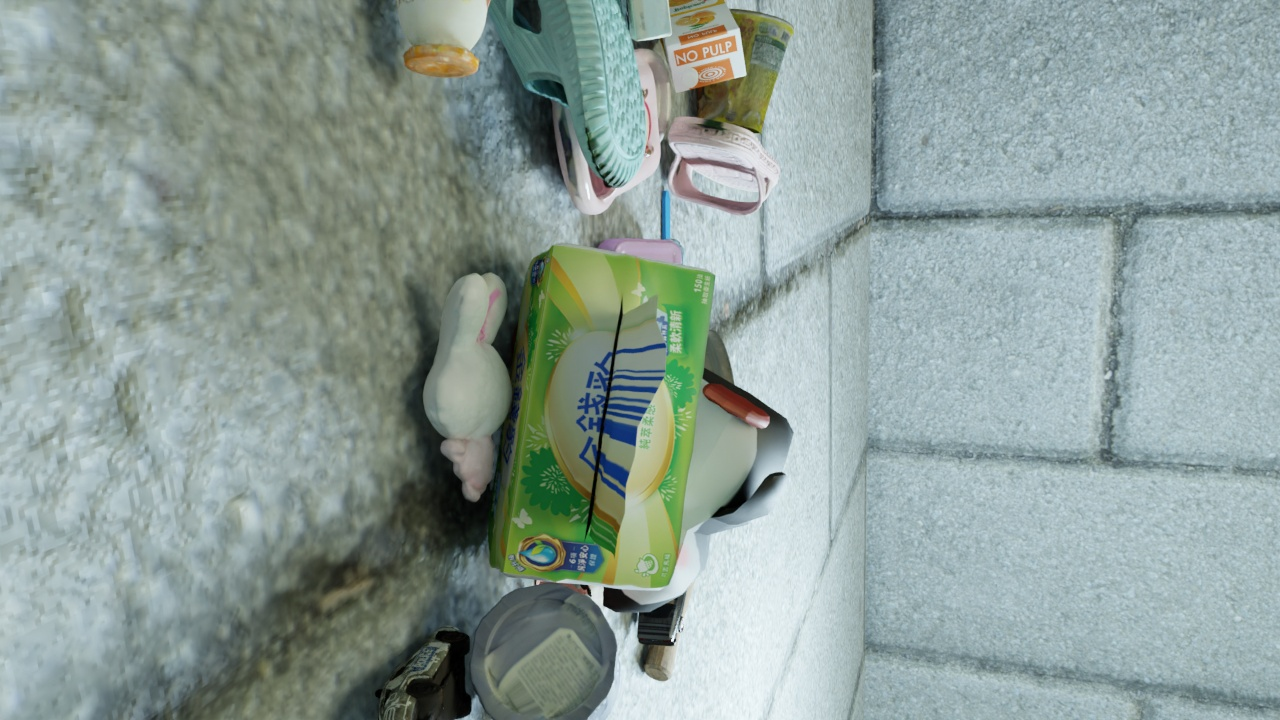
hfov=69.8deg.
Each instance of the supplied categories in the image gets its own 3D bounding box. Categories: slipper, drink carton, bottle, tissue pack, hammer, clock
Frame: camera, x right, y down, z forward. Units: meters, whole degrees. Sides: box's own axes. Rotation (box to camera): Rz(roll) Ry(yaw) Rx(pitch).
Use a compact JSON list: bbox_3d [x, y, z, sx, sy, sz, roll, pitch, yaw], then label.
[{"bbox_3d":[0.073,-0.172,0.855,0.239,0.094,0.064,-7,110,-77],"label":"slipper"},{"bbox_3d":[-0.050,-0.226,0.563,0.116,0.070,0.276,32,47,-66],"label":"slipper"},{"bbox_3d":[0.048,-0.273,0.773,0.122,0.058,0.040,-99,174,-50],"label":"drink carton"},{"bbox_3d":[-0.095,-0.195,0.443,0.063,0.063,0.109,-5,96,-70],"label":"bottle"},{"bbox_3d":[-0.017,0.034,0.522,0.141,0.120,0.197,-179,-89,-73],"label":"tissue pack"},{"bbox_3d":[-0.013,-0.177,0.686,0.221,0.056,0.107,-57,145,-57],"label":"slipper"},{"bbox_3d":[0.053,0.172,0.936,0.132,0.040,0.304,74,27,-48],"label":"hammer"},{"bbox_3d":[0.047,0.030,0.847,0.141,0.054,0.092,101,-23,-63],"label":"clock"}]

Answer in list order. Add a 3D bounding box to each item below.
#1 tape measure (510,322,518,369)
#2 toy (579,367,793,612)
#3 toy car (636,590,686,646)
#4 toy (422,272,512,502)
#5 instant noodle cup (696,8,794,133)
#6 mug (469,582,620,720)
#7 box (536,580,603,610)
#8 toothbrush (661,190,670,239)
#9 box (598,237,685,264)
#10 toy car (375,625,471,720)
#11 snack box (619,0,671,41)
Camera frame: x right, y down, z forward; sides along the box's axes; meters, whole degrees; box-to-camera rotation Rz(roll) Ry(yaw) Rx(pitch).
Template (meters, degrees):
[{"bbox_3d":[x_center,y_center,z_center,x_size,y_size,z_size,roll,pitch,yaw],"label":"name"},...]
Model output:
[{"bbox_3d":[-0.067,-0.004,0.605,0.058,0.019,0.051,-52,140,-58],"label":"tape measure"},{"bbox_3d":[0.023,0.097,0.672,0.140,0.159,0.184,19,102,-55],"label":"toy"},{"bbox_3d":[0.021,0.213,0.836,0.037,0.040,0.092,66,30,-45],"label":"toy car"},{"bbox_3d":[-0.094,0.014,0.506,0.076,0.037,0.125,-24,118,-78],"label":"toy"},{"bbox_3d":[0.098,-0.291,0.934,0.102,0.102,0.108,-11,111,-69],"label":"instant noodle cup"},{"bbox_3d":[-0.042,0.193,0.521,0.124,0.083,0.104,58,-14,20],"label":"mug"},{"bbox_3d":[-0.050,0.230,0.628,0.076,0.054,0.187,-164,-103,-78],"label":"box"},{"bbox_3d":[0.029,-0.077,0.869,0.016,0.014,0.166,-19,109,-69],"label":"toothbrush"},{"bbox_3d":[0.009,0.005,0.766,0.139,0.062,0.214,-17,108,-72],"label":"box"},{"bbox_3d":[-0.114,0.176,0.476,0.112,0.040,0.048,-63,154,-85],"label":"toy car"},{"bbox_3d":[-0.006,-0.272,0.642,0.150,0.026,0.082,-111,-169,-66],"label":"snack box"}]
